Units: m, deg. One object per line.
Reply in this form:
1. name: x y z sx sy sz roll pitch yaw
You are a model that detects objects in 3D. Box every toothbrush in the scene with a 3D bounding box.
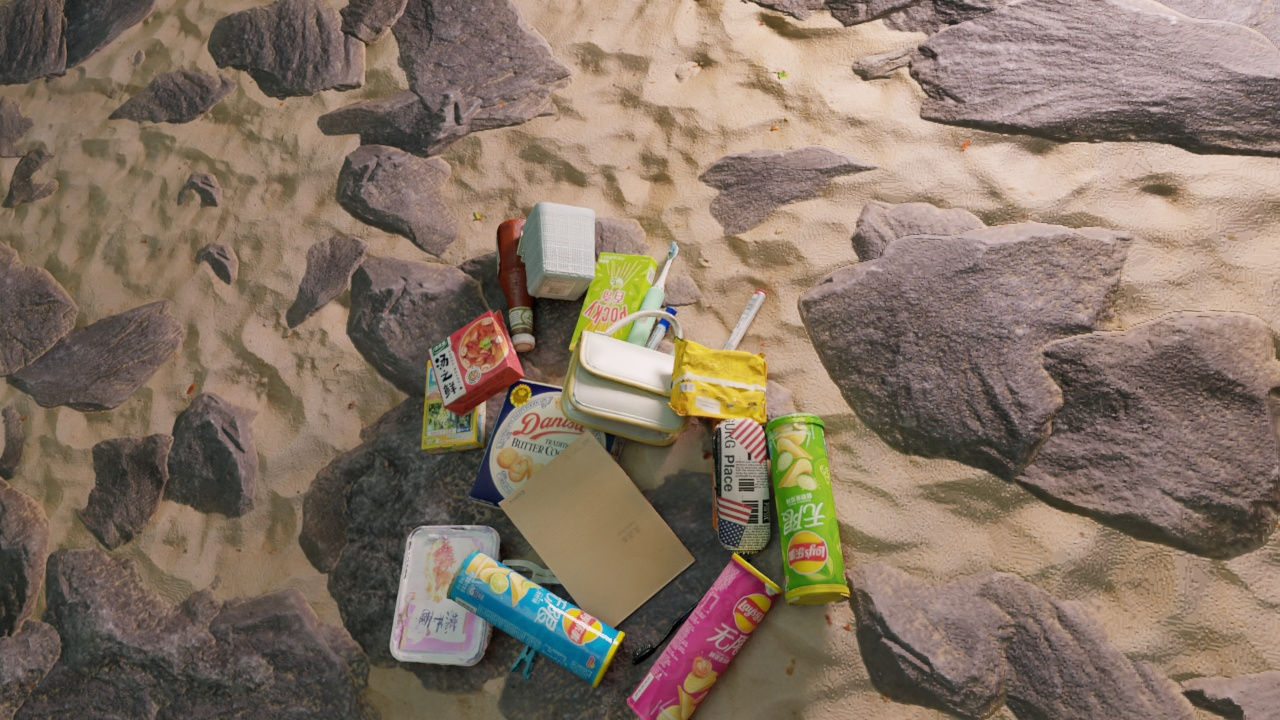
1. toothbrush: 0.060 0.300 1.102 0.189 0.014 0.016 -42 48 0
2. toothbrush: 0.012 -0.068 1.262 0.026 0.027 0.224 14 66 18

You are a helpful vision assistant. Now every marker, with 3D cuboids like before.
1. marker: 0.009 -0.008 1.250 0.017 0.017 0.145 23 78 28
2. marker: 0.126 -0.031 1.213 0.017 0.017 0.145 25 79 28

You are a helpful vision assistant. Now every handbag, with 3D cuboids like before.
1. handbag: -0.007 0.007 1.183 0.163 0.063 0.178 16 67 -11

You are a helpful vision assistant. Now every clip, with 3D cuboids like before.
1. clip: -0.140 0.370 1.150 0.049 0.015 0.056 18 77 29
2. clip: -0.134 0.272 1.161 0.102 0.094 0.035 -8 65 30

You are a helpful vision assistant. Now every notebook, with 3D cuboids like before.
1. notebook: -0.056 0.212 1.143 0.149 0.012 0.211 -40 82 2

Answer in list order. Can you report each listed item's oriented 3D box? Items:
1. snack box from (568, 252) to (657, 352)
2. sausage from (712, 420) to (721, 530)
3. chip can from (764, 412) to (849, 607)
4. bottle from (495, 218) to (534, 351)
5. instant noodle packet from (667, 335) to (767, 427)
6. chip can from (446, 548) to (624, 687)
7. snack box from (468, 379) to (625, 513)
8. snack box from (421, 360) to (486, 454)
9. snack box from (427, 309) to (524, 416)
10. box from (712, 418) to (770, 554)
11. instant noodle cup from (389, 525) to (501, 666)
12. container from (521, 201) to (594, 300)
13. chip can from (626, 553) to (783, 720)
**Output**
1. snack box: -0.037 -0.075 1.292 0.086 0.026 0.156 9 73 25
2. sausage: 0.101 0.138 1.149 0.021 0.021 0.165 -6 67 19
3. chip can: 0.192 0.170 1.070 0.073 0.072 0.221 -12 65 17
4. bottle: -0.178 -0.111 1.344 0.060 0.060 0.205 -14 64 15
5. instant noodle packet: 0.096 0.031 1.152 0.128 0.044 0.110 11 64 -15
6. chip can: -0.126 0.307 1.102 0.210 0.071 0.071 28 80 10
7. snack box: -0.118 0.125 1.228 0.178 0.046 0.182 10 73 24
8. snack box: -0.267 0.062 1.321 0.087 0.034 0.140 -10 64 18
9. snack box: -0.235 -0.005 1.285 0.113 0.044 0.127 -32 57 12
10. box: 0.120 0.150 1.107 0.072 0.059 0.164 -2 83 14
11. instant noodle cup: -0.242 0.305 1.192 0.138 0.060 0.173 -4 69 20
12. container: -0.115 -0.152 1.306 0.090 0.090 0.111 5 66 -22
13. chip can: 0.074 0.327 1.052 0.071 0.071 0.210 35 84 30
